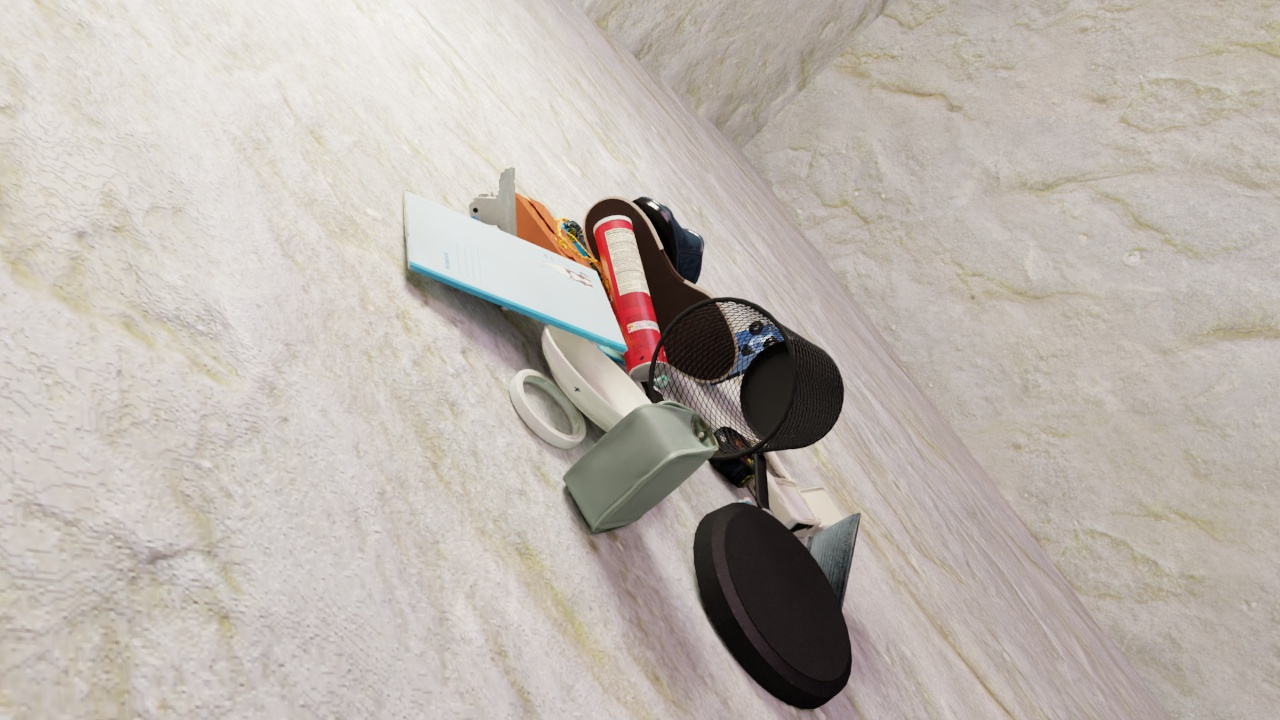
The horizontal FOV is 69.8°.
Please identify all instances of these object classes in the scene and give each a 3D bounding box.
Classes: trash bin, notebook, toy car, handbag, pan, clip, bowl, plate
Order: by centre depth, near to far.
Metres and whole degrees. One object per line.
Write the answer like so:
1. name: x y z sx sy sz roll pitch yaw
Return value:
1. handbag: -0.001 0.098 0.854 0.106 0.122 0.067 7 43 -58
2. plate: -0.045 0.031 0.988 0.182 0.034 0.182 43 9 -9
3. notebook: -0.139 -0.099 1.008 0.253 0.009 0.181 21 26 -28
4. pan: 0.148 0.213 1.019 0.225 0.034 0.355 39 29 -21
5. trash bin: 0.142 0.033 1.112 0.210 0.184 0.184 12 40 -57
6. bowl: 0.227 0.247 1.118 0.057 0.137 0.136 11 12 16
7. clip: -0.176 -0.188 1.128 0.060 0.102 0.052 11 25 20
8. handbag: -0.100 -0.137 1.191 0.172 0.060 0.108 53 16 14
9. toy car: -0.079 -0.150 1.296 0.105 0.032 0.048 56 20 7
10. toy car: 0.146 -0.010 1.366 0.056 0.153 0.055 55 -18 43

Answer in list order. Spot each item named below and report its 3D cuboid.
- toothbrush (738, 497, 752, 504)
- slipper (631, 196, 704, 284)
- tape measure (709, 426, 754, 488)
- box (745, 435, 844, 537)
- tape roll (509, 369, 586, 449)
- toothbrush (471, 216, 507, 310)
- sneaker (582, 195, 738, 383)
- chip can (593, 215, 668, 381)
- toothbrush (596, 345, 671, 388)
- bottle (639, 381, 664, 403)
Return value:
1. toothbrush: 0.181 0.225 1.155 0.155 0.016 0.022 44 -21 -11
2. slipper: 0.049 -0.171 1.364 0.109 0.083 0.266 49 -10 24
3. tape measure: 0.116 0.121 1.179 0.071 0.042 0.072 38 25 -4
4. box: 0.207 0.172 1.267 0.184 0.044 0.143 17 36 -56
5. tape roll: -0.092 0.048 0.916 0.093 0.013 0.093 40 21 -19
6. toothbrush: -0.174 -0.115 1.053 0.014 0.014 0.167 44 15 -46
7. sneaker: 0.029 -0.091 1.272 0.294 0.112 0.116 51 8 7
8. chip can: -0.013 -0.079 1.155 0.051 0.052 0.214 21 48 -52
9. toothbrush: -0.007 0.007 1.171 0.135 0.017 0.022 30 30 -42
10. bottle: 0.020 0.056 1.122 0.025 0.025 0.106 24 30 -49
